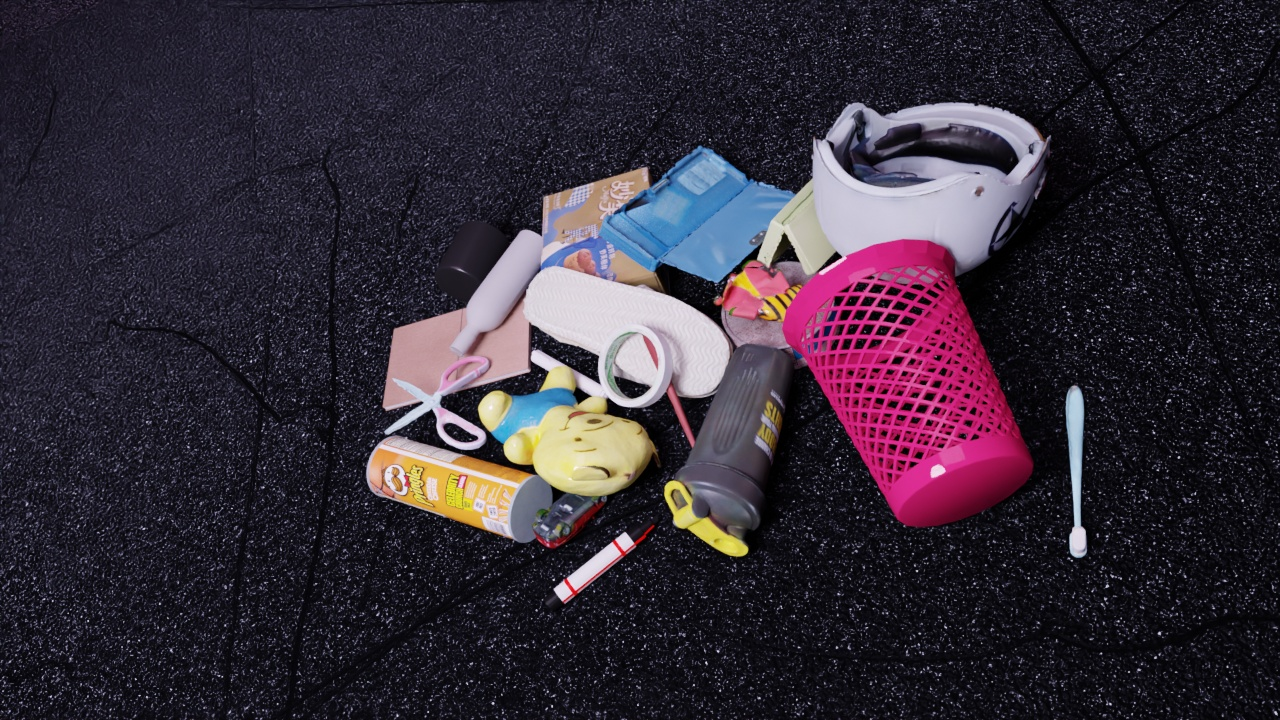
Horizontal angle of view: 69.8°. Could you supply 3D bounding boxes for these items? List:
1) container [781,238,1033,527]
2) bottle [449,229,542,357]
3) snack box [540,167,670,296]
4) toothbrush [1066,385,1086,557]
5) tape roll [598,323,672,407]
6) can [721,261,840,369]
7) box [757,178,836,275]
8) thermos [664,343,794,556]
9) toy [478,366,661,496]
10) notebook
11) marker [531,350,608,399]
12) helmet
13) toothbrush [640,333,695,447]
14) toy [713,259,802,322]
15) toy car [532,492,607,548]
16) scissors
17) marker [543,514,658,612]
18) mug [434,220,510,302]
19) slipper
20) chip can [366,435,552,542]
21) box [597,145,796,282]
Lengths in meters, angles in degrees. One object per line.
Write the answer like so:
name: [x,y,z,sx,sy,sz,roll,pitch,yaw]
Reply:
container: [0.261,0.030,0.877,0.183,0.183,0.225,-22,56,7]
bottle: [-0.191,-0.086,1.223,0.052,0.052,0.194,15,60,32]
snack box: [-0.047,-0.147,1.210,0.155,0.069,0.202,-13,50,13]
toothbrush: [0.405,0.097,0.853,0.016,0.016,0.180,-1,53,24]
tape roll: [-0.006,0.006,1.028,0.094,0.018,0.093,-5,82,37]
can: [0.162,-0.051,1.058,0.130,0.044,0.129,-12,50,15]
box: [0.211,-0.179,1.089,0.091,0.077,0.187,20,46,32]
thermos: [0.098,0.085,0.950,0.098,0.098,0.220,4,52,27]
toy: [-0.076,0.087,1.012,0.148,0.084,0.214,-20,34,-39]
notebook: [-0.245,-0.016,1.235,0.209,0.008,0.141,-15,49,13]
marker: [-0.087,0.018,1.130,0.134,0.020,0.017,27,72,37]
helmet: [0.314,-0.180,1.010,0.237,0.164,0.263,21,42,32]
toothbrush: [0.035,0.047,1.013,0.016,0.016,0.189,-27,69,13]
toy: [0.132,-0.074,1.030,0.103,0.046,0.084,19,50,29]
toy car: [-0.074,0.166,0.996,0.042,0.036,0.091,24,55,38]
scissors: [-0.236,0.050,1.126,0.172,0.013,0.170,30,46,29]
marker: [-0.038,0.209,0.958,0.145,0.019,0.019,-38,48,-7]
mug: [-0.244,-0.132,1.290,0.114,0.078,0.087,-18,42,47]
slipper: [-0.017,-0.037,1.087,0.273,0.054,0.114,24,94,20]
chip can: [-0.209,0.144,1.048,0.215,0.075,0.075,11,59,30]
box: [0.081,-0.177,1.151,0.177,0.048,0.230,31,49,21]
